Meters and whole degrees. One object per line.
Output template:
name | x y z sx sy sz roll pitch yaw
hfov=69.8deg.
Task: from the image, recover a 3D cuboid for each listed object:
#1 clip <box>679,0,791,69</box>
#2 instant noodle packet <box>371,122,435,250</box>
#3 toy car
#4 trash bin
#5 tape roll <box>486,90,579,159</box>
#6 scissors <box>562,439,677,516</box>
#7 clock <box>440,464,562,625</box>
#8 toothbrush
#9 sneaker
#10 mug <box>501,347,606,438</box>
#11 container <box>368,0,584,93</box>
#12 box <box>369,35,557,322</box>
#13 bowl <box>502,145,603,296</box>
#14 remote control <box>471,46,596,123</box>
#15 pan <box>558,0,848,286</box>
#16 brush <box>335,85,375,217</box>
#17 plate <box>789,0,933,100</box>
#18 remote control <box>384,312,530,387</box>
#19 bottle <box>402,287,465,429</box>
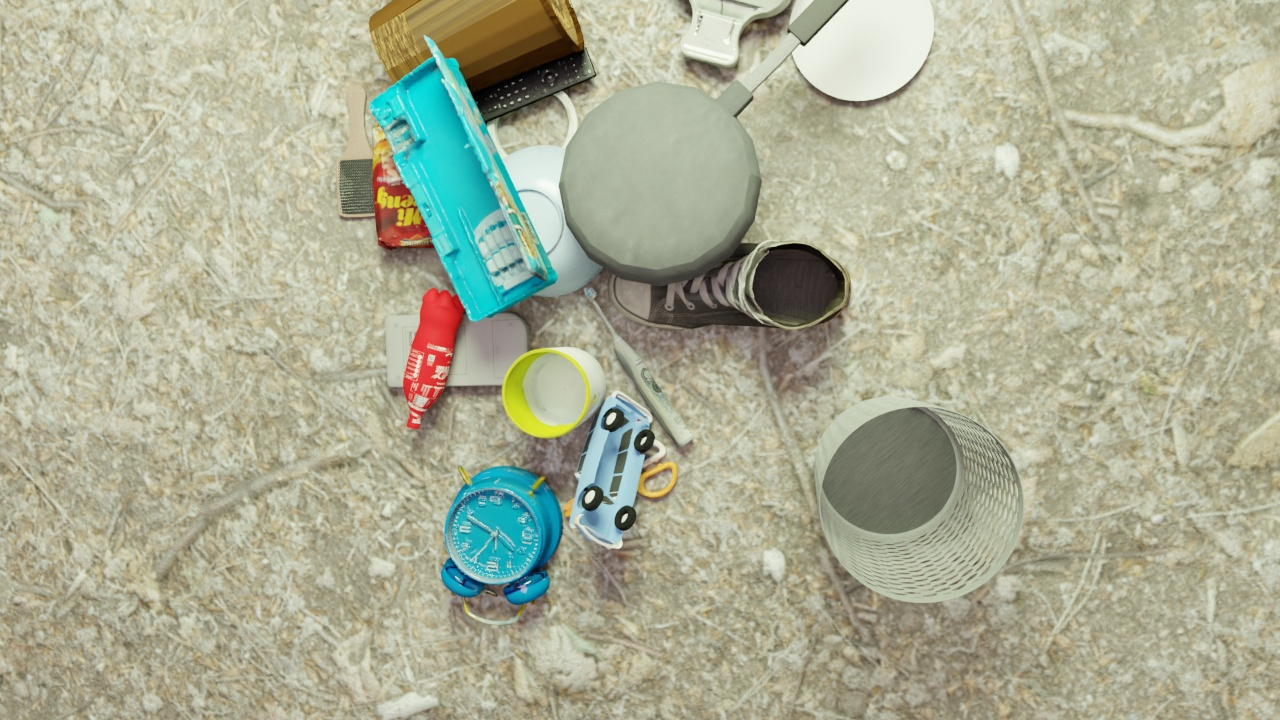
clip | 0.081 -0.355 0.860 0.126 0.104 0.151 19 85 9
instant noodle packet | -0.222 -0.179 0.929 0.098 0.039 0.135 -3 92 1
toy car | -0.030 0.106 0.880 0.056 0.153 0.055 36 142 -30
trash bin | 0.231 0.109 0.811 0.156 0.183 0.156 0 93 7
tape roll | -0.108 -0.235 0.923 0.093 0.013 0.093 0 93 7
scissors | -0.026 0.123 0.931 0.128 0.013 0.065 -25 88 7
clock | -0.141 0.186 0.926 0.117 0.060 0.161 4 95 7
toothbrush | -0.005 0.006 0.918 0.024 0.022 0.185 -34 88 47
sneaker | 0.078 -0.069 0.855 0.235 0.119 0.095 7 94 10
mug | -0.080 0.028 0.886 0.082 0.106 0.082 0 92 7
container | -0.158 -0.321 0.873 0.167 0.132 0.132 -23 90 14
box | -0.146 -0.163 0.810 0.084 0.172 0.227 -25 90 -33
bowl | -0.100 -0.133 0.889 0.151 0.074 0.150 1 101 7
remote control | -0.113 -0.269 0.909 0.140 0.009 0.030 -20 90 8
pan | 0.076 -0.219 0.783 0.178 0.041 0.357 45 94 7
brush | -0.293 -0.216 0.947 0.050 0.015 0.135 -1 93 7
plate | 0.210 -0.316 0.878 0.134 0.011 0.134 0 93 7
remote control | -0.187 -0.011 0.942 0.151 0.019 0.074 -1 93 8
bottle | -0.210 -0.001 0.914 0.042 0.042 0.141 16 95 6
